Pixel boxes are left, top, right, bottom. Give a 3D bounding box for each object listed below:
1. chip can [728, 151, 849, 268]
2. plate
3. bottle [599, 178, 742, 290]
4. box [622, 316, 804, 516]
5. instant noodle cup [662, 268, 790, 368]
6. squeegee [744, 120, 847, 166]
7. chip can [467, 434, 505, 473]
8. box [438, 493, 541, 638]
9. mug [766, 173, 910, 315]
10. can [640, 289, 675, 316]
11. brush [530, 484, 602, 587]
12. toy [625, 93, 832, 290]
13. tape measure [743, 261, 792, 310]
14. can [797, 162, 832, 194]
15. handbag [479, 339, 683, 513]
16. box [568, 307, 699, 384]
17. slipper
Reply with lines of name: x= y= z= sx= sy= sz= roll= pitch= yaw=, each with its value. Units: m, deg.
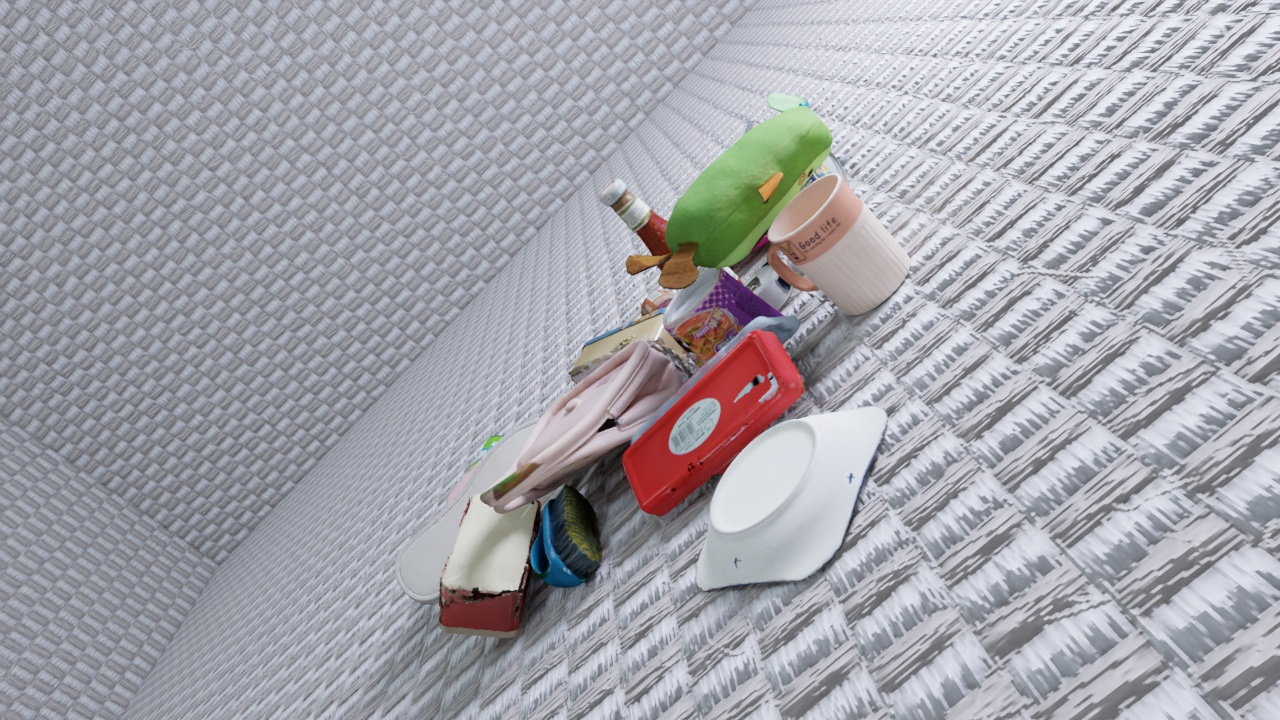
chip can: x=0.155 y=-0.183 z=1.143 sx=0.211 sy=0.071 sz=0.071 roll=-32 pitch=23 yaw=40
plate: x=0.104 y=0.098 z=0.707 sx=0.165 sy=0.034 sz=0.163 roll=-26 pitch=27 yaw=52
bottle: x=0.036 y=-0.135 z=1.092 sx=0.060 sy=0.206 sz=0.059 roll=-43 pitch=18 yaw=17
box: x=0.076 y=0.049 z=0.853 sx=0.202 sy=0.098 sz=0.118 roll=-46 pitch=51 yaw=28
instant noodle cup: x=0.083 y=-0.035 z=0.941 sx=0.112 sy=0.099 sz=0.111 roll=-43 pitch=18 yaw=18
squeegee: x=0.194 y=-0.235 z=1.219 sx=0.250 sy=0.040 sz=0.247 roll=-3 pitch=63 yaw=60
chip can: x=-0.222 y=0.203 z=1.205 sx=0.072 sy=0.072 sz=0.235 roll=-33 pitch=22 yaw=41
box: x=-0.157 y=0.205 z=0.970 sx=0.168 sy=0.091 sz=0.076 roll=-86 pitch=1 yaw=-64
mug: x=0.173 y=-0.099 z=0.848 sx=0.115 sy=0.106 sz=0.081 roll=-27 pitch=26 yaw=49
can: x=0.041 y=-0.051 z=1.148 sx=0.058 sy=0.058 sz=0.147 roll=-47 pitch=17 yaw=2
brush: x=-0.079 y=0.183 z=0.925 sx=0.073 sy=0.055 sz=0.143 roll=-45 pitch=17 yaw=7
toy: x=0.094 y=-0.158 z=0.899 sx=0.246 sy=0.090 sz=0.227 roll=-45 pitch=14 yaw=-1
tape measure: x=0.135 y=-0.074 z=1.012 sx=0.066 sy=0.033 sz=0.066 roll=-45 pitch=17 yaw=15
can: x=0.180 y=-0.186 z=1.014 sx=0.075 sy=0.111 sz=0.075 roll=-42 pitch=17 yaw=17
handbag: x=-0.073 y=0.087 z=0.955 sx=0.194 sy=0.093 sz=0.233 roll=-36 pitch=2 yaw=41
box: x=-0.006 y=0.006 z=1.075 sx=0.185 sy=0.090 sz=0.060 roll=-17 pitch=35 yaw=48
slipper: x=-0.179 y=0.181 z=1.103 sx=0.274 sy=0.114 sz=0.054 roll=-46 pitch=-18 yaw=-9
